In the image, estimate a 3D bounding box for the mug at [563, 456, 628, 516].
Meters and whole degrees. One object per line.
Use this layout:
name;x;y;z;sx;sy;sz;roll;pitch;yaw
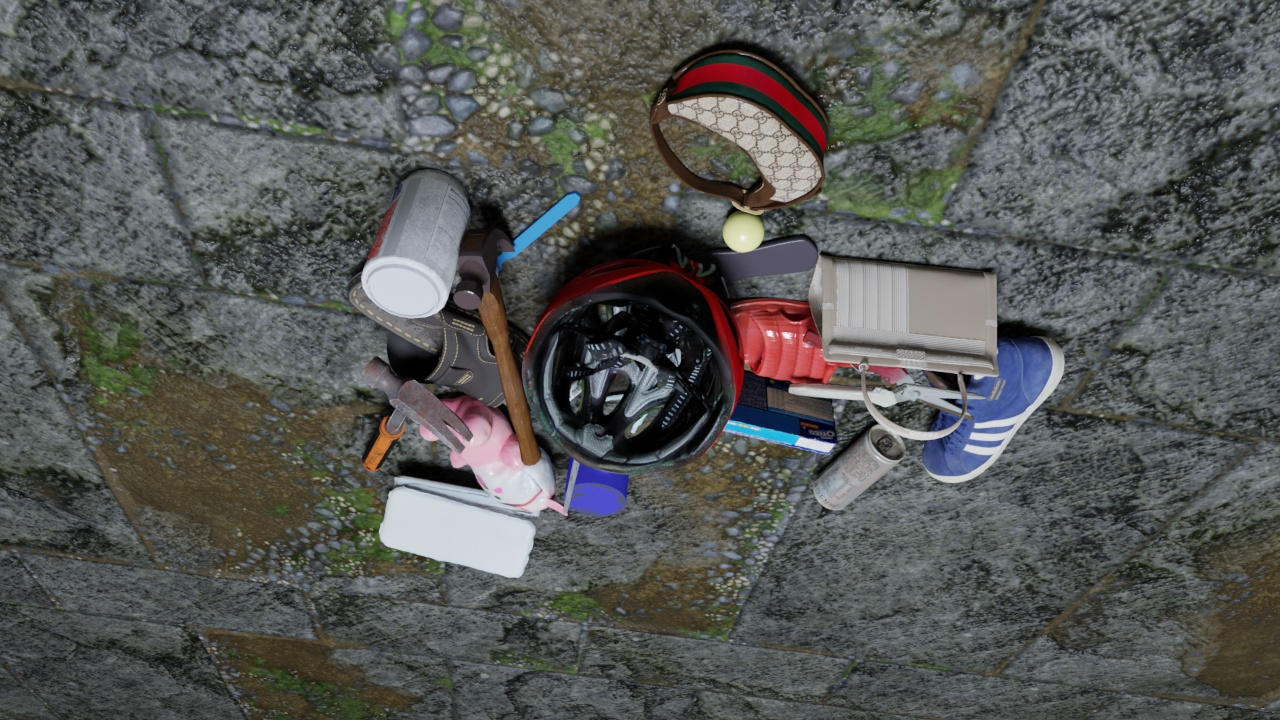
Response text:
mug;-0.050;0.135;1.175;0.079;0.083;0.111;14;139;-9

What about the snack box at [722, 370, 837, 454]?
snack box;0.151;0.057;1.060;0.150;0.082;0.027;14;138;-9

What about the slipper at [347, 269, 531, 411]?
slipper;-0.212;-0.010;1.029;0.113;0.075;0.267;-29;129;34

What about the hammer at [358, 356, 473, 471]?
hammer;-0.297;0.095;1.127;0.138;0.034;0.315;37;150;-7

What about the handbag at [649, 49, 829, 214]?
handbag;0.087;-0.190;0.807;0.166;0.063;0.139;32;150;-32

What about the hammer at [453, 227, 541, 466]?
hammer;-0.142;0.000;0.971;0.033;0.115;0.324;1;136;7

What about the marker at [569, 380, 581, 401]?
marker;-0.062;0.021;1.094;0.017;0.017;0.147;29;135;-25

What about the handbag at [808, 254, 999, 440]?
handbag;0.259;-0.008;0.881;0.175;0.197;0.062;6;140;0

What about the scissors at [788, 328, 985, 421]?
scissors;0.242;0.021;0.948;0.180;0.015;0.187;-23;120;38

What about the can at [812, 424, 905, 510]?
can;0.274;0.138;1.163;0.054;0.054;0.136;19;138;-15

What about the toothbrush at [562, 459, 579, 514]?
toothbrush;-0.068;0.099;1.060;0.010;0.181;0.010;2;143;12

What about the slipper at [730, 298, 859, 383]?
slipper;0.196;-0.011;0.994;0.249;0.059;0.104;4;139;1

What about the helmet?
helmet;-0.006;0.005;0.949;0.217;0.166;0.273;28;130;-4

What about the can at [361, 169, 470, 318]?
can;-0.207;-0.111;0.863;0.078;0.135;0.078;3;140;3

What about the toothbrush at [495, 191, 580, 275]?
toothbrush;-0.118;-0.121;0.935;0.016;0.014;0.167;34;132;-29

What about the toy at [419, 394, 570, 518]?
toy;-0.179;0.125;1.174;0.142;0.084;0.213;3;142;43

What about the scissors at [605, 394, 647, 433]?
scissors;0.014;0.037;1.110;0.171;0.023;0.168;-5;144;10

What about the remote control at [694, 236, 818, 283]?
remote control;0.118;-0.102;0.933;0.124;0.009;0.046;-8;138;15

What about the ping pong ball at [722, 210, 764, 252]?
ping pong ball;0.099;-0.125;0.885;0.040;0.040;0.040;3;140;3

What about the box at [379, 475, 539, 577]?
box;-0.250;0.235;1.265;0.215;0.124;0.107;11;164;-5

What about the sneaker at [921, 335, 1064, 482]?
sneaker;0.346;0.058;1.017;0.118;0.091;0.234;4;141;-24
